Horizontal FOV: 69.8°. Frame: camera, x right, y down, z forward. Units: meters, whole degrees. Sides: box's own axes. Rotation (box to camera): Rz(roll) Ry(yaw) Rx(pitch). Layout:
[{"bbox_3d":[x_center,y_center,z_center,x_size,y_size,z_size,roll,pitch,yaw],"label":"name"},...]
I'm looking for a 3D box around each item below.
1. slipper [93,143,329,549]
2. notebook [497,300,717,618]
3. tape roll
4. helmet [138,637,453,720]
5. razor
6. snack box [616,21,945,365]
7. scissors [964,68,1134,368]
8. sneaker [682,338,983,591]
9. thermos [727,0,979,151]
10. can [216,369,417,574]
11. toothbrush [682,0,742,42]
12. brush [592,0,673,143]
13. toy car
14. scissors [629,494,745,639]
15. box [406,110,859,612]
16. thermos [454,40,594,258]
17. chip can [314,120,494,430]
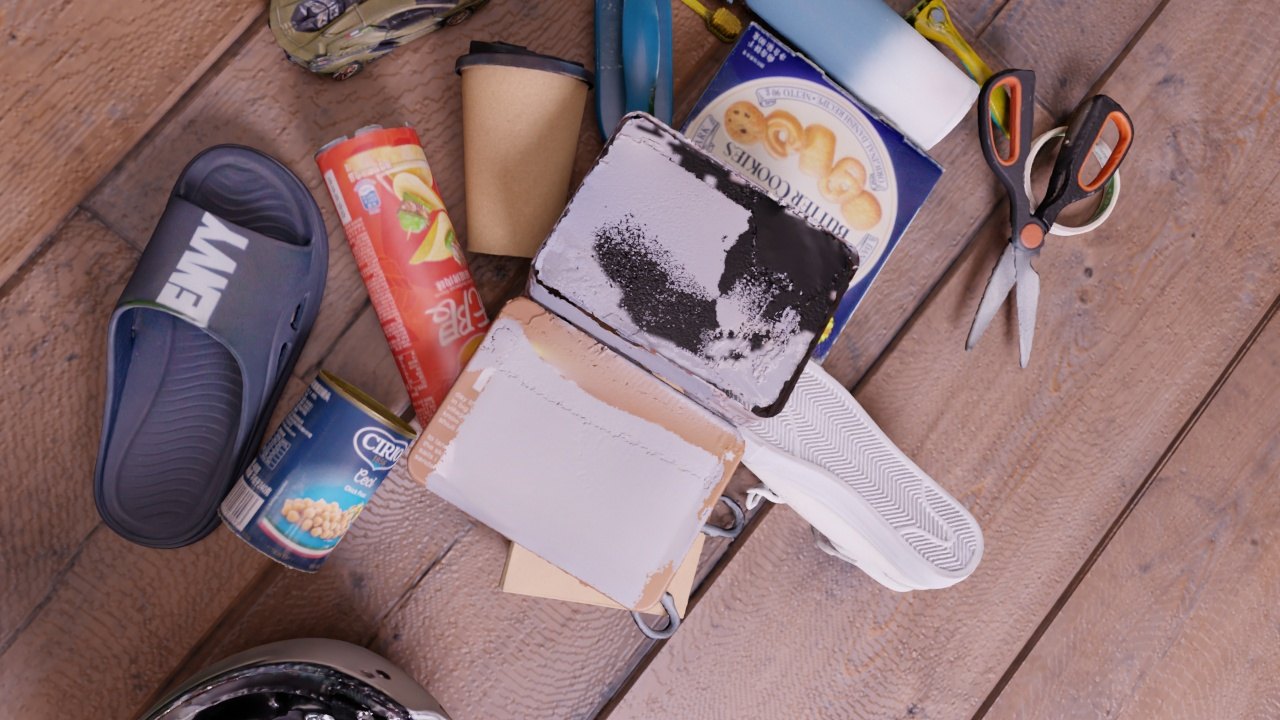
[{"bbox_3d":[-0.275,-0.006,0.578,0.110,0.083,0.268,17,88,-13],"label":"slipper"},{"bbox_3d":[-0.004,0.069,0.649,0.149,0.012,0.211,17,87,-28],"label":"notebook"},{"bbox_3d":[0.342,-0.144,0.734,0.085,0.014,0.086,0,90,-11],"label":"tape roll"},{"bbox_3d":[-0.198,0.287,0.557,0.229,0.157,0.274,-28,106,-12],"label":"helmet"},{"bbox_3d":[0.255,-0.224,0.711,0.043,0.028,0.132,-44,100,-12],"label":"razor"},{"bbox_3d":[0.101,-0.116,0.670,0.178,0.046,0.182,34,83,-9],"label":"snack box"},{"bbox_3d":[0.293,-0.118,0.707,0.224,0.022,0.204,-44,100,-4],"label":"scissors"},{"bbox_3d":[0.125,0.078,0.662,0.242,0.091,0.089,40,61,2],"label":"sneaker"},{"bbox_3d":[0.144,-0.243,0.670,0.220,0.070,0.070,37,83,-9],"label":"thermos"},{"bbox_3d":[-0.208,0.072,0.594,0.075,0.075,0.111,36,84,-9],"label":"can"},{"bbox_3d":[-0.004,-0.294,0.662,0.190,0.017,0.015,36,83,-9],"label":"toothbrush"},{"bbox_3d":[-0.004,-0.210,0.634,0.055,0.073,0.144,0,91,-7],"label":"brush"},{"bbox_3d":[-0.172,-0.248,0.618,0.158,0.042,0.070,-31,97,-12],"label":"toy car"},{"bbox_3d":[0.002,0.113,0.641,0.159,0.014,0.181,-19,103,-26],"label":"scissors"},{"bbox_3d":[-0.004,0.004,0.567,0.177,0.082,0.260,32,78,-4],"label":"box"},{"bbox_3d":[-0.081,-0.142,0.616,0.093,0.093,0.143,4,98,-11],"label":"thermos"},{"bbox_3d":[-0.144,-0.044,0.608,0.073,0.073,0.216,-22,94,-11],"label":"chip can"}]
